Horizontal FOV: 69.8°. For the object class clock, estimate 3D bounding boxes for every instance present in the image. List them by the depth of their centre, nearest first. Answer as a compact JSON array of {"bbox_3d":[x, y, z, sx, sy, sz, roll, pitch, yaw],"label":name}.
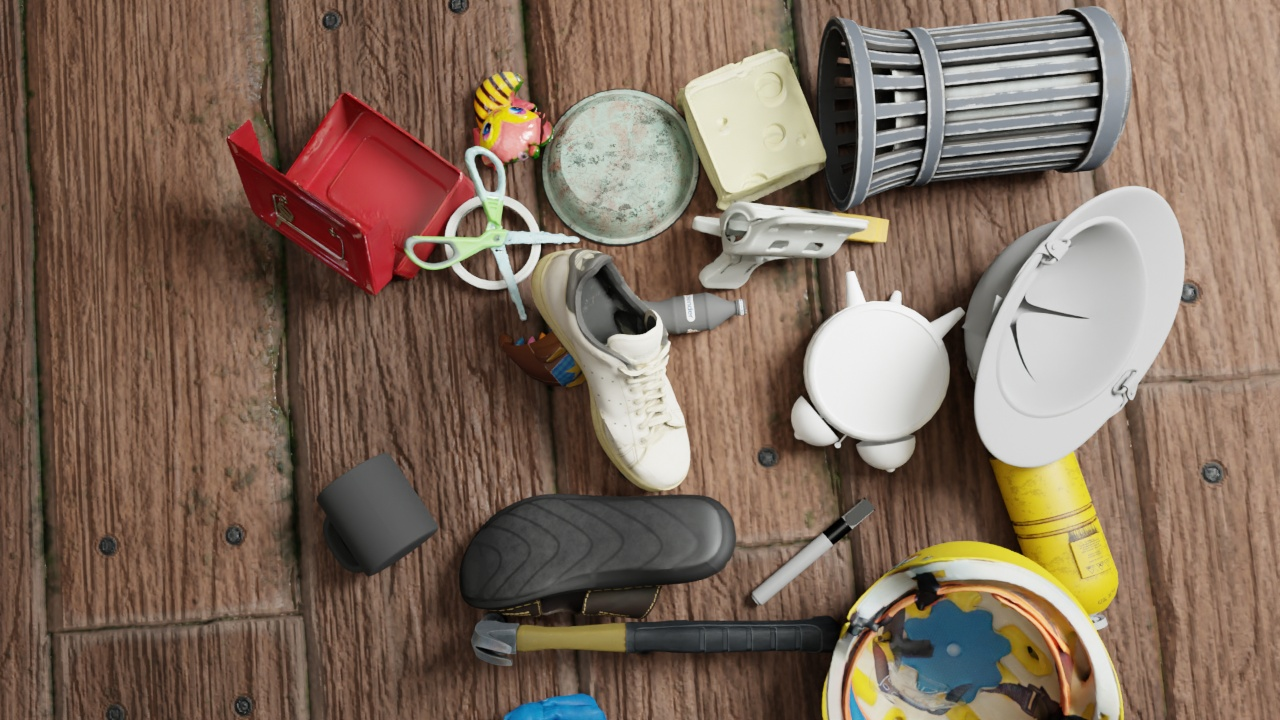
[{"bbox_3d":[0.213,0.012,0.844,0.125,0.072,0.161,20,95,6],"label":"clock"}]

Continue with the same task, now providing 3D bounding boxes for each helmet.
[{"bbox_3d":[0.273,0.260,0.783,0.209,0.139,0.240,42,112,11],"label":"helmet"},{"bbox_3d":[0.347,-0.036,0.807,0.270,0.118,0.183,-46,116,-11],"label":"helmet"}]

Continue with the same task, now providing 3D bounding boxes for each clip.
[{"bbox_3d":[0.114,-0.111,0.823,0.143,0.124,0.072,-10,82,49],"label":"clip"}]

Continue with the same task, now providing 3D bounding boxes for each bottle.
[{"bbox_3d":[0.371,0.156,0.811,0.071,0.071,0.163,-18,85,3],"label":"bottle"},{"bbox_3d":[0.045,-0.044,0.872,0.110,0.036,0.036,-7,85,5],"label":"bottle"}]

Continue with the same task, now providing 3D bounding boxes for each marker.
[{"bbox_3d":[0.160,0.179,0.856,0.140,0.016,0.016,-40,84,1],"label":"marker"}]

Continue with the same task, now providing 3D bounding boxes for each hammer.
[{"bbox_3d":[0.014,0.249,0.827,0.333,0.118,0.025,0,88,0],"label":"hammer"}]

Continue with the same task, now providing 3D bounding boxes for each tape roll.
[{"bbox_3d":[-0.144,-0.115,0.897,0.093,0.013,0.093,0,92,-4],"label":"tape roll"}]

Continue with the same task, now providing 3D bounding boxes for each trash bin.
[{"bbox_3d":[0.285,-0.226,0.805,0.227,0.164,0.164,-6,85,1],"label":"trash bin"}]

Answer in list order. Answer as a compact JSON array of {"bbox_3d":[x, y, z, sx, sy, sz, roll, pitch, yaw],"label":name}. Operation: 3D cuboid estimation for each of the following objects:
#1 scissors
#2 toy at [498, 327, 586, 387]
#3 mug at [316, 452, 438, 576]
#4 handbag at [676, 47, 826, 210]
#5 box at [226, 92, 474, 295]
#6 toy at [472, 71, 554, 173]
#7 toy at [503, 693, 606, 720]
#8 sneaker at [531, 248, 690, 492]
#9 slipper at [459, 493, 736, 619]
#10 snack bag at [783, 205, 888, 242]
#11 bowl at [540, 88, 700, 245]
[{"bbox_3d":[-0.136,-0.119,0.865,0.171,0.022,0.174,-6,102,-27],"label":"scissors"},{"bbox_3d":[-0.085,-0.024,0.885,0.103,0.070,0.090,25,75,29],"label":"toy"},{"bbox_3d":[-0.258,0.155,0.872,0.114,0.078,0.088,-39,83,28],"label":"mug"},{"bbox_3d":[0.102,-0.216,0.854,0.111,0.081,0.119,-22,85,10],"label":"handbag"},{"bbox_3d":[-0.263,-0.169,0.873,0.157,0.154,0.168,35,59,5],"label":"box"},{"bbox_3d":[-0.131,-0.230,0.897,0.084,0.046,0.103,-24,73,25],"label":"toy"},{"bbox_3d":[-0.115,0.361,0.831,0.176,0.113,0.071,-39,98,-8],"label":"toy"},{"bbox_3d":[-0.005,0.005,0.813,0.088,0.103,0.241,-36,103,-34],"label":"sneaker"},{"bbox_3d":[-0.041,0.181,0.847,0.268,0.076,0.112,-11,60,14],"label":"slipper"},{"bbox_3d":[0.185,-0.129,0.874,0.099,0.020,0.026,8,92,6],"label":"snack bag"},{"bbox_3d":[-0.022,-0.192,0.887,0.157,0.038,0.157,0,86,5],"label":"bowl"}]
